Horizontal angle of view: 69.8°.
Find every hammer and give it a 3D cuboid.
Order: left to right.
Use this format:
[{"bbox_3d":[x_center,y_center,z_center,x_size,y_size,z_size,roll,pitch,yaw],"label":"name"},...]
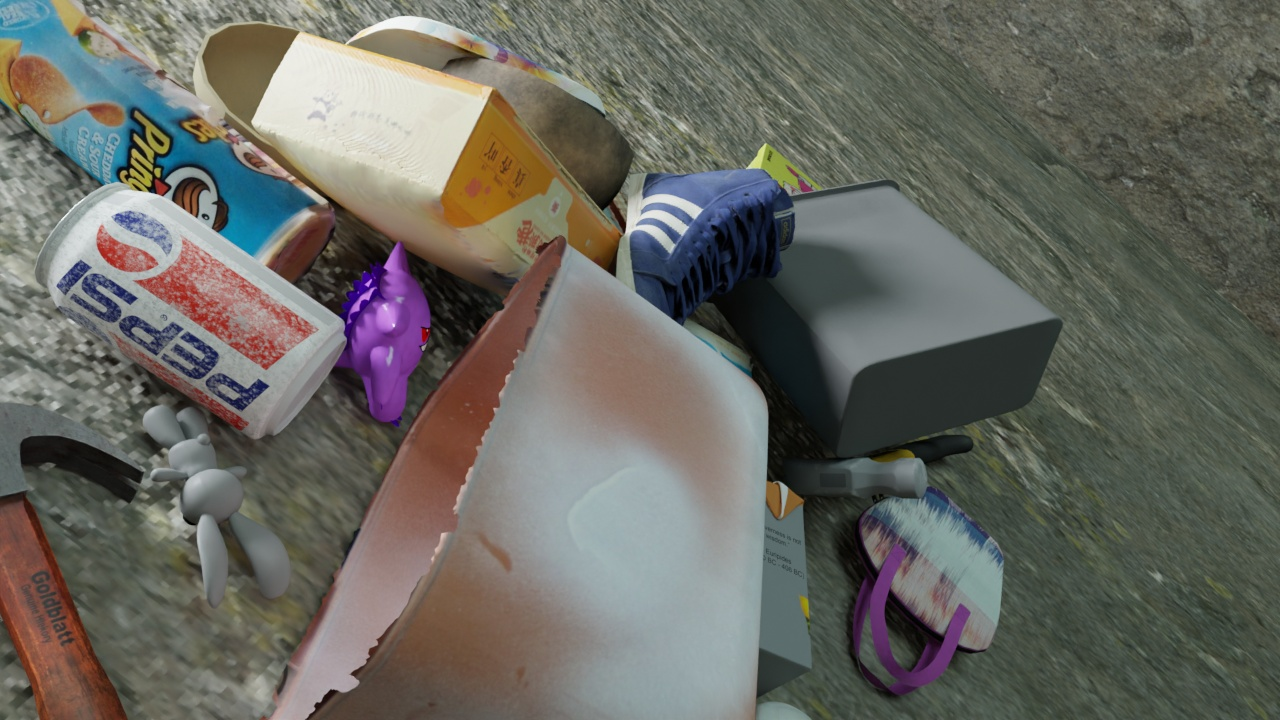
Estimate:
[{"bbox_3d":[-0.217,0.143,0.361,0.110,0.028,0.300,-15,64,-49],"label":"hammer"},{"bbox_3d":[0.225,0.086,0.798,0.322,0.127,0.029,-1,87,-57],"label":"hammer"}]

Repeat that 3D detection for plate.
[{"bbox_3d":[-0.133,-0.232,0.742,0.186,0.016,0.187,15,2,-34],"label":"plate"}]

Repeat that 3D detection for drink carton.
[{"bbox_3d":[0.070,0.145,0.596,0.048,0.076,0.124,27,42,-20],"label":"drink carton"}]

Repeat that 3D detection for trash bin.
[{"bbox_3d":[-0.045,0.092,0.449,0.157,0.182,0.259,33,36,-16],"label":"trash bin"},{"bbox_3d":[0.181,-0.044,0.738,0.191,0.098,0.219,-13,41,-19],"label":"trash bin"}]

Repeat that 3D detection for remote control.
[{"bbox_3d":[0.085,0.255,0.530,0.060,0.028,0.114,23,39,-24],"label":"remote control"}]

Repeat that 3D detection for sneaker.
[{"bbox_3d":[0.050,-0.065,0.632,0.118,0.091,0.232,-3,31,4],"label":"sneaker"}]

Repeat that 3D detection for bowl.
[{"bbox_3d":[-0.238,-0.167,0.648,0.152,0.051,0.152,25,38,-22],"label":"bowl"},{"bbox_3d":[-0.092,-0.157,0.707,0.162,0.162,0.070,26,82,-22],"label":"bowl"}]

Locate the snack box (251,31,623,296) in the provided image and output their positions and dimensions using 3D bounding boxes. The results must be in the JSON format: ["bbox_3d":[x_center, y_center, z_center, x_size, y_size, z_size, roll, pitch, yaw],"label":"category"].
[{"bbox_3d":[-0.116,-0.101,0.568,0.145,0.080,0.195,22,-7,23],"label":"snack box"}]

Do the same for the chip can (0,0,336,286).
[{"bbox_3d":[-0.291,-0.132,0.542,0.229,0.080,0.079,40,35,-4],"label":"chip can"}]

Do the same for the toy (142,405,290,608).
[{"bbox_3d":[-0.209,0.067,0.447,0.111,0.030,0.049,53,21,23],"label":"toy"}]

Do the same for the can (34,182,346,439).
[{"bbox_3d":[-0.231,-0.025,0.481,0.136,0.078,0.078,36,36,-9],"label":"can"}]

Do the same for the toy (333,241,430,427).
[{"bbox_3d":[-0.153,-0.018,0.542,0.055,0.088,0.106,14,44,-25],"label":"toy"}]

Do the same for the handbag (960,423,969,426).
[{"bbox_3d":[0.226,0.009,0.858,0.186,0.116,0.113,21,-10,22],"label":"handbag"}]

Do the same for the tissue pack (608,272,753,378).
[{"bbox_3d":[-0.004,0.004,0.682,0.209,0.066,0.116,28,36,-16],"label":"tissue pack"}]

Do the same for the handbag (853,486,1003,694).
[{"bbox_3d":[0.211,0.183,0.708,0.144,0.068,0.169,43,42,3],"label":"handbag"}]

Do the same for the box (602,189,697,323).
[{"bbox_3d":[-0.007,-0.093,0.795,0.186,0.058,0.060,63,-1,26],"label":"box"}]

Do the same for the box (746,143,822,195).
[{"bbox_3d":[0.190,-0.118,0.982,0.221,0.082,0.124,35,35,-8],"label":"box"}]
